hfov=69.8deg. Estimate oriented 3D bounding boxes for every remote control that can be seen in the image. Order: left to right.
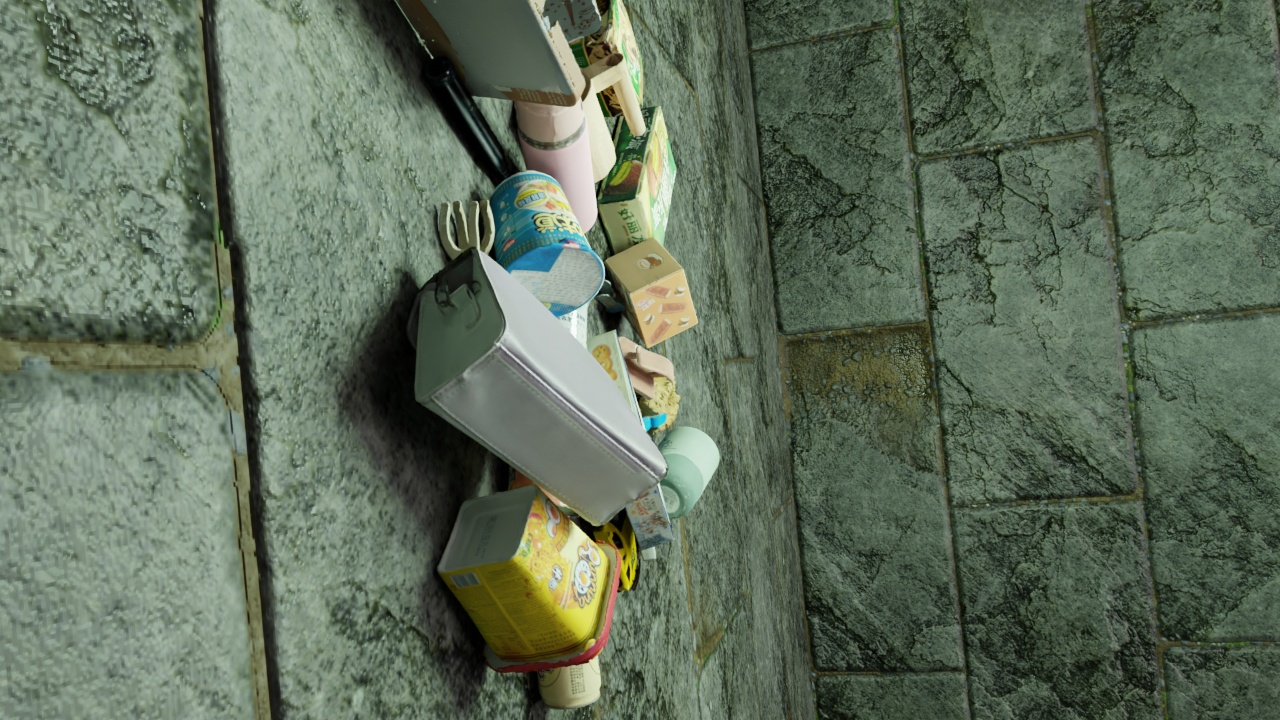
[{"bbox_3d":[0.006,0.219,1.155,0.135,0.019,0.056,87,-7,-83],"label":"remote control"}]

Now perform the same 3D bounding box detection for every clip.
[{"bbox_3d":[-0.141,-0.088,0.784,0.076,0.034,0.103,-62,148,-64],"label":"clip"},{"bbox_3d":[-0.040,-0.079,1.167,0.056,0.024,0.027,50,33,-53],"label":"clip"}]

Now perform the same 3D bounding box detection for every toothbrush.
[{"bbox_3d":[-0.140,-0.192,0.843,0.027,0.026,0.213,-53,151,-15],"label":"toothbrush"}]

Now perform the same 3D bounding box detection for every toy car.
[{"bbox_3d":[-0.033,0.197,1.052,0.071,0.041,0.156,-71,149,-58],"label":"toy car"}]

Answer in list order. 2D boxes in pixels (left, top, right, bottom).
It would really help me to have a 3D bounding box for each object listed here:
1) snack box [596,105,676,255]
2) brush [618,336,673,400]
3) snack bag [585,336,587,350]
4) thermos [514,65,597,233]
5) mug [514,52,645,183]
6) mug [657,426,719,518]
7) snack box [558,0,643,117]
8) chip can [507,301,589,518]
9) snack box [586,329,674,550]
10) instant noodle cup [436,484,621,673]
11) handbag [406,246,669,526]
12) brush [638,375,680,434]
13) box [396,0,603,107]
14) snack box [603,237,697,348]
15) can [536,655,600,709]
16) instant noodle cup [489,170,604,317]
[{"bbox_3d":[-0.002,-0.247,1.288,0.239,0.063,0.114,-80,159,-45],"label":"snack box"},{"bbox_3d":[-0.007,0.007,1.158,0.145,0.073,0.063,35,52,-68],"label":"brush"},{"bbox_3d":[-0.070,0.062,0.949,0.110,0.039,0.190,123,-34,-70],"label":"snack bag"},{"bbox_3d":[-0.083,-0.208,0.895,0.199,0.067,0.087,84,-5,-63],"label":"thermos"},{"bbox_3d":[-0.060,-0.257,0.980,0.084,0.124,0.103,59,-3,36],"label":"mug"},{"bbox_3d":[0.037,0.153,1.207,0.082,0.112,0.106,55,37,-13],"label":"mug"},{"bbox_3d":[-0.062,-0.338,1.024,0.118,0.106,0.117,66,20,-50],"label":"snack box"},{"bbox_3d":[-0.086,0.038,0.860,0.071,0.071,0.214,51,36,-63],"label":"chip can"},{"bbox_3d":[-0.014,0.090,1.033,0.183,0.046,0.177,74,1,-49],"label":"snack box"},{"bbox_3d":[-0.091,0.172,0.738,0.124,0.116,0.116,59,28,-32],"label":"instant noodle cup"},{"bbox_3d":[-0.083,0.022,0.717,0.197,0.098,0.144,44,17,-36],"label":"handbag"},{"bbox_3d":[0.005,0.100,1.229,0.253,0.046,0.083,-62,153,-57],"label":"brush"},{"bbox_3d":[-0.121,-0.296,0.727,0.181,0.148,0.157,54,18,-61],"label":"box"},{"bbox_3d":[0.014,-0.089,1.195,0.092,0.077,0.094,55,-11,48],"label":"snack box"},{"bbox_3d":[-0.070,0.258,0.855,0.058,0.058,0.116,-8,92,-75],"label":"can"},{"bbox_3d":[-0.092,-0.110,0.834,0.099,0.099,0.109,60,9,-56],"label":"instant noodle cup"}]
